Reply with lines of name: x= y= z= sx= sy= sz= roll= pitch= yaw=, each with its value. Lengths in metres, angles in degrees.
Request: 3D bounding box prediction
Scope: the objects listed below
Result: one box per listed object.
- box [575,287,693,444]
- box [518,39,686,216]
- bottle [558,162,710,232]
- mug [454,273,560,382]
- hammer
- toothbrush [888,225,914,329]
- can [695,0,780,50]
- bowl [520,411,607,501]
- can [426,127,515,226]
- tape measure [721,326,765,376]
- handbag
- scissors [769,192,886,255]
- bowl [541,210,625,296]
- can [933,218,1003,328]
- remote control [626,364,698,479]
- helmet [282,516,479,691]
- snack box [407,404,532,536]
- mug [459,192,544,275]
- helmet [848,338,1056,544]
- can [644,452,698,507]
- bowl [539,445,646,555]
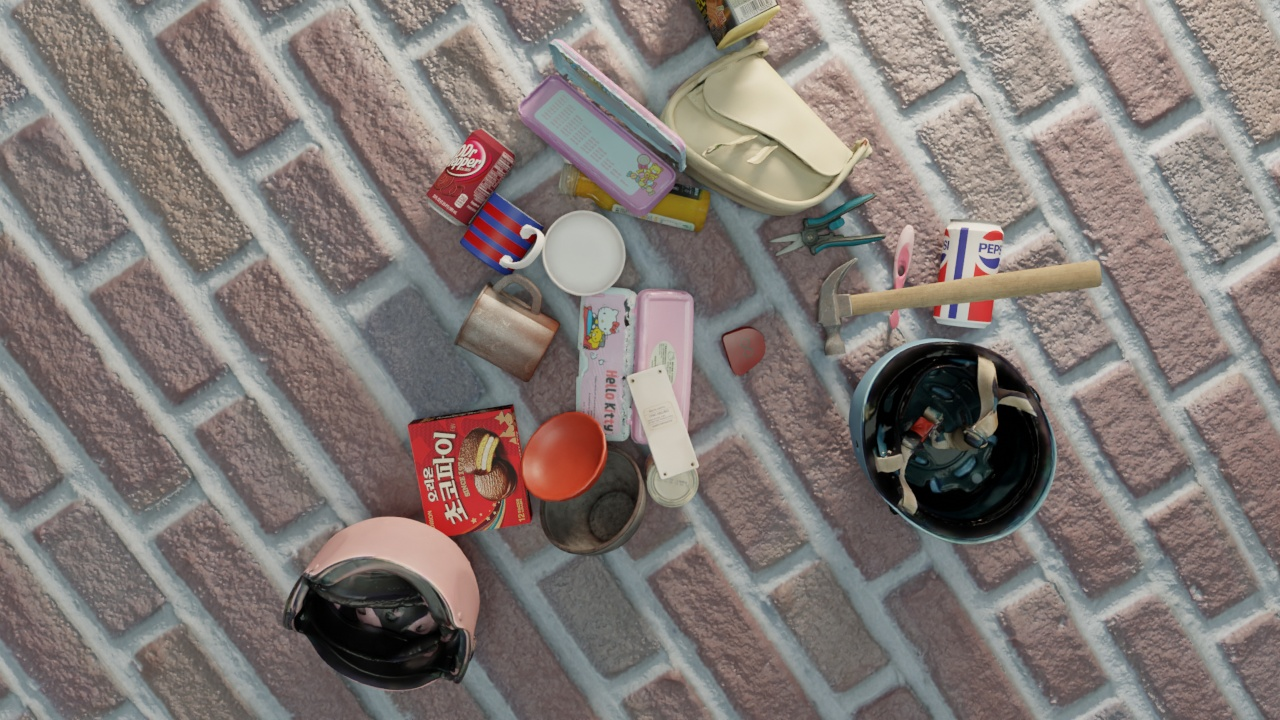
box: x=-0.007 y=0.008 z=1.173 sx=0.155 sy=0.059 sz=0.201 roll=2 pitch=96 yaw=-1
box: x=-0.047 y=-0.278 z=1.086 sx=0.214 sy=0.093 sz=0.089 roll=41 pitch=77 yaw=10
bottle: x=-0.008 y=-0.207 z=1.146 sx=0.186 sy=0.053 sz=0.053 roll=13 pitch=97 yaw=-3
mug: x=-0.157 y=-0.047 z=1.138 sx=0.110 sy=0.096 sz=0.123 roll=27 pitch=118 yaw=-11
hammer: x=0.380 y=-0.082 z=1.124 sx=0.332 sy=0.030 sz=0.119 roll=-7 pitch=92 yaw=24
toothbrush: x=0.336 y=-0.108 z=1.188 sx=0.021 sy=0.016 sz=0.135 roll=8 pitch=95 yaw=-3
can: x=0.106 y=-0.435 z=1.082 sx=0.072 sy=0.130 sz=0.101 roll=-27 pitch=100 yaw=1
bowl: x=-0.091 y=0.127 z=1.162 sx=0.122 sy=0.122 sz=0.035 roll=-38 pitch=140 yaw=3
can: x=-0.209 y=-0.225 z=1.132 sx=0.063 sy=0.063 sz=0.114 roll=38 pitch=95 yaw=-6
tape measure: x=0.137 y=-0.014 z=1.192 sx=0.051 sy=0.019 sz=0.059 roll=-19 pitch=104 yaw=-1
handbag: x=0.151 y=-0.273 z=1.110 sx=0.229 sy=0.132 sz=0.184 roll=43 pitch=88 yaw=-8
scissors: x=0.248 y=-0.168 z=1.175 sx=0.120 sy=0.019 sz=0.150 roll=36 pitch=100 yaw=-9
bowl: x=-0.073 y=-0.133 z=1.150 sx=0.105 sy=0.054 sz=0.105 roll=0 pitch=94 yaw=-8
can: x=0.415 y=-0.110 z=1.162 sx=0.070 sy=0.070 sz=0.132 roll=5 pitch=97 yaw=-2
remote control: x=0.027 y=0.077 z=1.137 sx=0.050 sy=0.011 sz=0.135 roll=-18 pitch=84 yaw=-6
helmet: x=-0.310 y=0.296 z=1.144 sx=0.230 sy=0.152 sz=0.256 roll=11 pitch=127 yaw=-1
snack box: x=-0.220 y=0.144 z=1.193 sx=0.132 sy=0.036 sz=0.152 roll=-9 pitch=97 yaw=0
mug: x=-0.161 y=-0.147 z=1.124 sx=0.076 sy=0.112 sz=0.075 roll=-54 pitch=139 yaw=5
helmet: x=0.378 y=0.092 z=1.137 sx=0.225 sy=0.166 sz=0.265 roll=-38 pitch=95 yaw=5
can: x=0.039 y=0.147 z=1.181 sx=0.067 sy=0.076 sz=0.067 roll=0 pitch=97 yaw=-1
bowl: x=-0.049 y=0.187 z=1.170 sx=0.145 sy=0.145 sz=0.067 roll=-38 pitch=140 yaw=3
